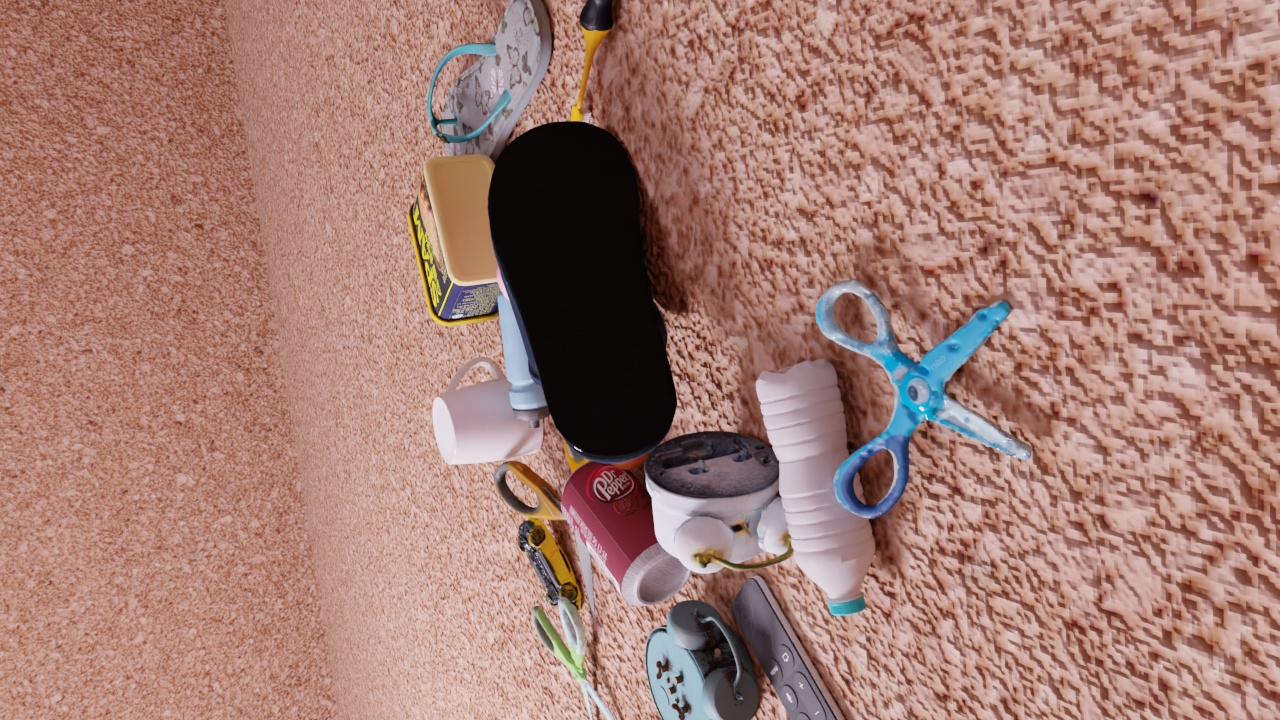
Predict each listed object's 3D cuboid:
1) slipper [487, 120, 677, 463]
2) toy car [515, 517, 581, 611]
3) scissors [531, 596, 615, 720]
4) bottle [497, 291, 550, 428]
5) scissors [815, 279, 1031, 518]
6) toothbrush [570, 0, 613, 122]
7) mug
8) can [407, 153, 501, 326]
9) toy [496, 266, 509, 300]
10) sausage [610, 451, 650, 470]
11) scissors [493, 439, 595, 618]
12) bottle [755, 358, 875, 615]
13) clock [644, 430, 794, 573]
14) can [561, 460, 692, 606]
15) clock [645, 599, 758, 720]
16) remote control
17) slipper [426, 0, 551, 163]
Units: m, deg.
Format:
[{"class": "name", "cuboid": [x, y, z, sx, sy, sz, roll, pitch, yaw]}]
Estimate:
[{"class": "slipper", "cuboid": [-0.042, -0.045, 0.653, 0.084, 0.109, 0.265, 95, 162, -66]}, {"class": "toy car", "cuboid": [-0.087, 0.201, 0.892, 0.107, 0.030, 0.049, 62, 149, 3]}, {"class": "scissors", "cuboid": [-0.058, 0.293, 0.868, 0.171, 0.024, 0.166, 44, 137, 32]}, {"class": "bottle", "cuboid": [-0.105, 0.000, 0.850, 0.040, 0.040, 0.130, 10, 108, 60]}, {"class": "scissors", "cuboid": [0.126, 0.021, 0.443, 0.134, 0.011, 0.140, 36, 118, 42]}, {"class": "toothbrush", "cuboid": [-0.031, -0.241, 0.646, 0.031, 0.030, 0.197, 55, 146, 30]}, {"class": "mug", "cuboid": [-0.158, 0.047, 0.912, 0.114, 0.087, 0.081, 65, 149, 25]}, {"class": "can", "cuboid": [-0.170, -0.115, 0.880, 0.105, 0.075, 0.135, 139, 118, -64]}, {"class": "toy", "cuboid": [-0.093, -0.070, 0.785, 0.102, 0.050, 0.093, -88, -14, -52]}, {"class": "sausage", "cuboid": [-0.037, 0.013, 0.727, 0.164, 0.039, 0.044, 64, -173, 27]}, {"class": "scissors", "cuboid": [-0.069, 0.115, 0.818, 0.230, 0.016, 0.225, 1, 98, 49]}, {"class": "bottle", "cuboid": [0.098, 0.069, 0.499, 0.044, 0.044, 0.136, -19, 83, 61]}, {"class": "clock", "cuboid": [0.049, 0.088, 0.551, 0.117, 0.083, 0.057, -132, 35, -61]}, {"class": "can", "cuboid": [-0.011, 0.128, 0.694, 0.114, 0.063, 0.063, 44, 136, 45]}, {"class": "clock", "cuboid": [0.045, 0.217, 0.636, 0.090, 0.053, 0.124, 61, 147, 29]}, {"class": "remote control", "cuboid": [0.100, 0.207, 0.578, 0.146, 0.008, 0.045, 60, 146, 32]}, {"class": "slipper", "cuboid": [-0.151, -0.239, 0.843, 0.269, 0.054, 0.098, -19, 84, 60]}]
